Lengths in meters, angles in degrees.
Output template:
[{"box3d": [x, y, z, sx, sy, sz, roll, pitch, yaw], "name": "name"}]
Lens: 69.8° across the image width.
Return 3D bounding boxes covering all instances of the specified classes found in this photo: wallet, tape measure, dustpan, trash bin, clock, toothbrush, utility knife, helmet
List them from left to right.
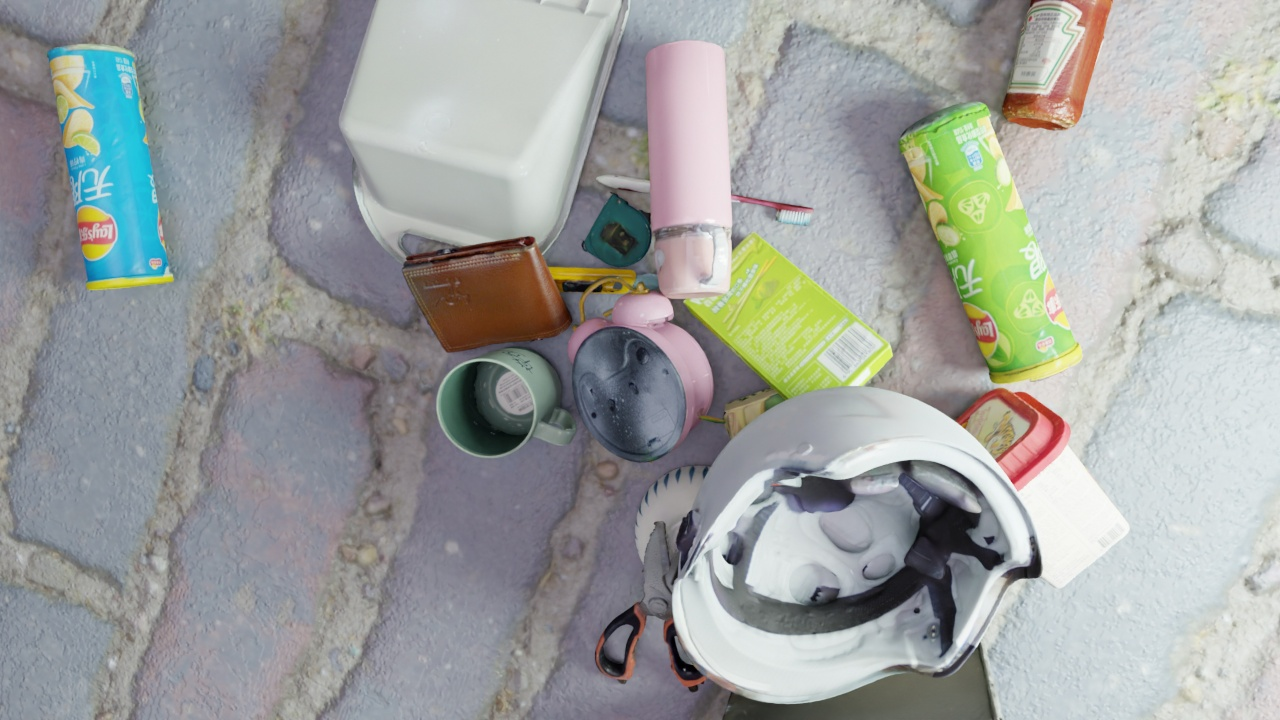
[{"box3d": [-0.147, -0.209, 0.807, 0.223, 0.143, 0.257, 16, 70, 6], "name": "dustpan"}, {"box3d": [-0.130, -0.056, 0.784, 0.125, 0.032, 0.101, -8, 136, 15], "name": "wallet"}, {"box3d": [-0.048, -0.070, 0.794, 0.218, 0.033, 0.015, 1, 54, 3], "name": "utility knife"}, {"box3d": [-0.017, -0.109, 0.792, 0.054, 0.025, 0.058, 32, 102, 5], "name": "tape measure"}, {"box3d": [-0.005, 0.005, 0.770, 0.117, 0.059, 0.158, -32, 86, 41], "name": "clock"}, {"box3d": [0.053, -0.138, 0.783, 0.187, 0.016, 0.017, 10, 109, 7], "name": "toothbrush"}, {"box3d": [0.136, 0.119, 0.663, 0.229, 0.145, 0.259, 20, 126, -12], "name": "helmet"}, {"box3d": [0.187, 0.348, 0.743, 0.220, 0.198, 0.199, -7, 96, 15], "name": "trash bin"}]

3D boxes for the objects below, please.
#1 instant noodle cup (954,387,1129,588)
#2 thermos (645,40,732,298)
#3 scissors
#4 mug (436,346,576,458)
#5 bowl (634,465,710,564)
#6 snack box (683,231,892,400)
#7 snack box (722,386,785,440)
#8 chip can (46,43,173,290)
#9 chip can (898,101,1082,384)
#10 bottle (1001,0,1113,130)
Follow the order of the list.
[{"box3d": [0.306, 0.104, 0.731, 0.124, 0.116, 0.117, 43, 101, -10], "name": "instant noodle cup"}, {"box3d": [0.043, -0.151, 0.731, 0.067, 0.087, 0.198, 0, 85, -19], "name": "thermos"}, {"box3d": [0.022, 0.221, 0.788, 0.198, 0.015, 0.213, -28, 115, 29], "name": "scissors"}, {"box3d": [-0.104, 0.038, 0.783, 0.112, 0.106, 0.082, 26, 100, 5], "name": "mug"}, {"box3d": [0.050, 0.155, 0.796, 0.116, 0.066, 0.116, 1, 98, 8], "name": "bowl"}, {"box3d": [0.116, -0.027, 0.743, 0.086, 0.026, 0.156, -46, 63, 0], "name": "snack box"}, {"box3d": [0.164, 0.130, 0.776, 0.114, 0.063, 0.240, -22, 93, 11], "name": "snack box"}, {"box3d": [-0.480, -0.172, 0.833, 0.071, 0.071, 0.210, -5, 96, 9], "name": "chip can"}, {"box3d": [0.274, -0.093, 0.724, 0.073, 0.072, 0.221, -22, 93, 11], "name": "chip can"}, {"box3d": [0.330, -0.282, 0.697, 0.060, 0.059, 0.206, 13, 99, 7], "name": "bottle"}]
